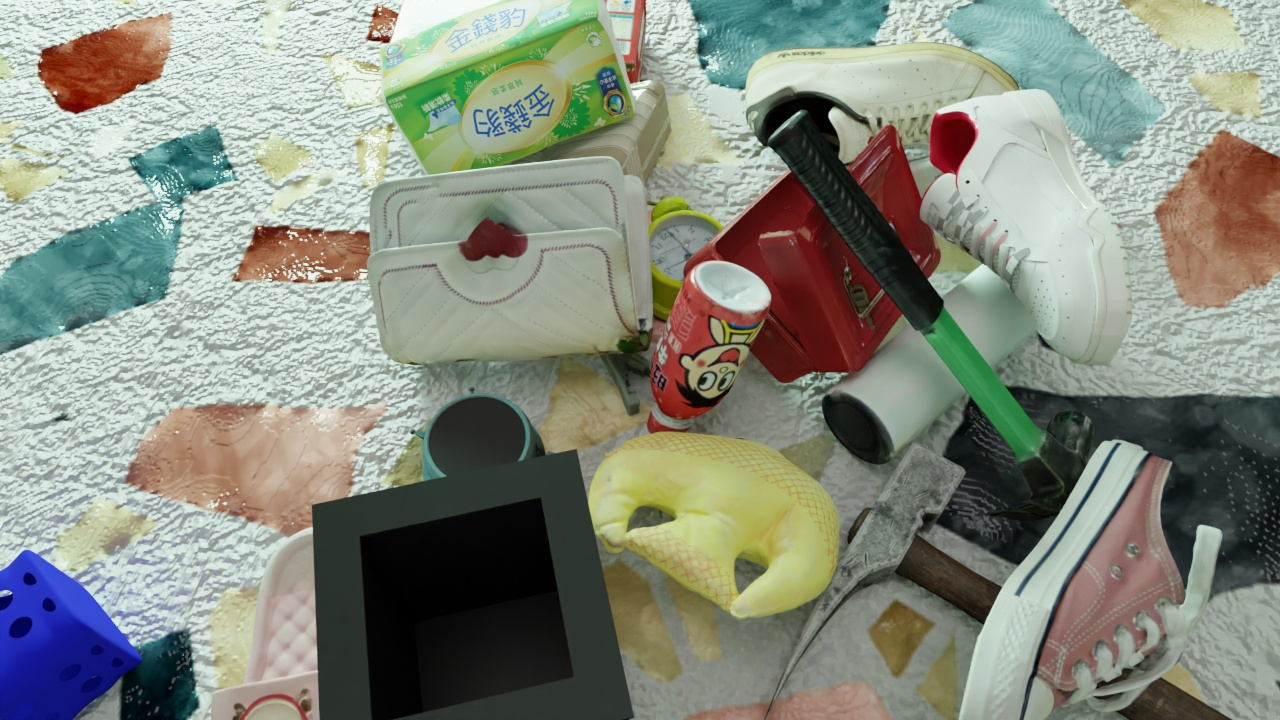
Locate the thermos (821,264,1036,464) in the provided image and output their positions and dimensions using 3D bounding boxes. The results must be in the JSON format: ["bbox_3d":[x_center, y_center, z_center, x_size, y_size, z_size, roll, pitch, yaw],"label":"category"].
[{"bbox_3d":[0.237,-0.015,0.685,0.229,0.068,0.068,-37,63,-20],"label":"thermos"}]

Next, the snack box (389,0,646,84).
[{"bbox_3d":[-0.115,-0.306,0.887,0.236,0.060,0.113,3,58,4],"label":"snack box"}]

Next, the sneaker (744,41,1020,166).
[{"bbox_3d":[0.207,-0.214,0.799,0.242,0.089,0.102,7,49,11],"label":"sneaker"}]

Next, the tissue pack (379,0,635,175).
[{"bbox_3d":[-0.116,-0.258,0.786,0.197,0.120,0.141,-15,51,0],"label":"tissue pack"}]

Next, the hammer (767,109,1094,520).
[{"bbox_3d":[0.190,-0.027,0.597,0.319,0.032,0.129,50,47,-9],"label":"hammer"}]

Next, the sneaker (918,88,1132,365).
[{"bbox_3d":[0.254,-0.095,0.645,0.104,0.090,0.236,-4,57,2],"label":"sneaker"}]

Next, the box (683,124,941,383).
[{"bbox_3d":[0.131,-0.074,0.688,0.127,0.137,0.156,-6,31,50],"label":"box"}]

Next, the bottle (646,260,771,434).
[{"bbox_3d":[0.039,0.001,0.640,0.062,0.138,0.061,13,38,-10],"label":"bottle"}]

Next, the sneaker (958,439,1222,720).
[{"bbox_3d":[0.260,0.143,0.518,0.088,0.118,0.240,24,54,35],"label":"sneaker"}]

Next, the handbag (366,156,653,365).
[{"bbox_3d":[-0.096,-0.069,0.681,0.199,0.096,0.142,-5,88,11],"label":"handbag"}]

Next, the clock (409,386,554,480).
[{"bbox_3d":[-0.103,0.077,0.644,0.090,0.053,0.124,-38,67,-20],"label":"clock"}]

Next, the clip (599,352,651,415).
[{"bbox_3d":[-0.013,0.004,0.708,0.061,0.023,0.076,-33,64,-20],"label":"clip"}]

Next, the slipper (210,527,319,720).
[{"bbox_3d":[-0.207,0.201,0.558,0.107,0.056,0.221,-11,54,9],"label":"slipper"}]

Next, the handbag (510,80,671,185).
[{"bbox_3d":[-0.095,-0.177,0.818,0.198,0.062,0.175,12,58,19],"label":"handbag"}]

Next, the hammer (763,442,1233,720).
[{"bbox_3d":[0.246,0.209,0.559,0.301,0.037,0.217,30,63,19],"label":"hammer"}]

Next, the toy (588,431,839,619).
[{"bbox_3d":[0.052,0.096,0.609,0.170,0.065,0.154,23,37,17],"label":"toy"}]

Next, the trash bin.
[{"bbox_3d":[-0.085,0.164,0.516,0.139,0.172,0.139,-11,58,-6],"label":"trash bin"}]

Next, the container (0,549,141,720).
[{"bbox_3d":[-0.390,0.190,0.562,0.085,0.085,0.113,36,64,23],"label":"container"}]

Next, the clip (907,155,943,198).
[{"bbox_3d":[0.249,-0.152,0.783,0.043,0.102,0.054,-43,109,-19],"label":"clip"}]

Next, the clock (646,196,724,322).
[{"bbox_3d":[0.026,-0.084,0.741,0.083,0.057,0.119,-41,71,-20],"label":"clock"}]
